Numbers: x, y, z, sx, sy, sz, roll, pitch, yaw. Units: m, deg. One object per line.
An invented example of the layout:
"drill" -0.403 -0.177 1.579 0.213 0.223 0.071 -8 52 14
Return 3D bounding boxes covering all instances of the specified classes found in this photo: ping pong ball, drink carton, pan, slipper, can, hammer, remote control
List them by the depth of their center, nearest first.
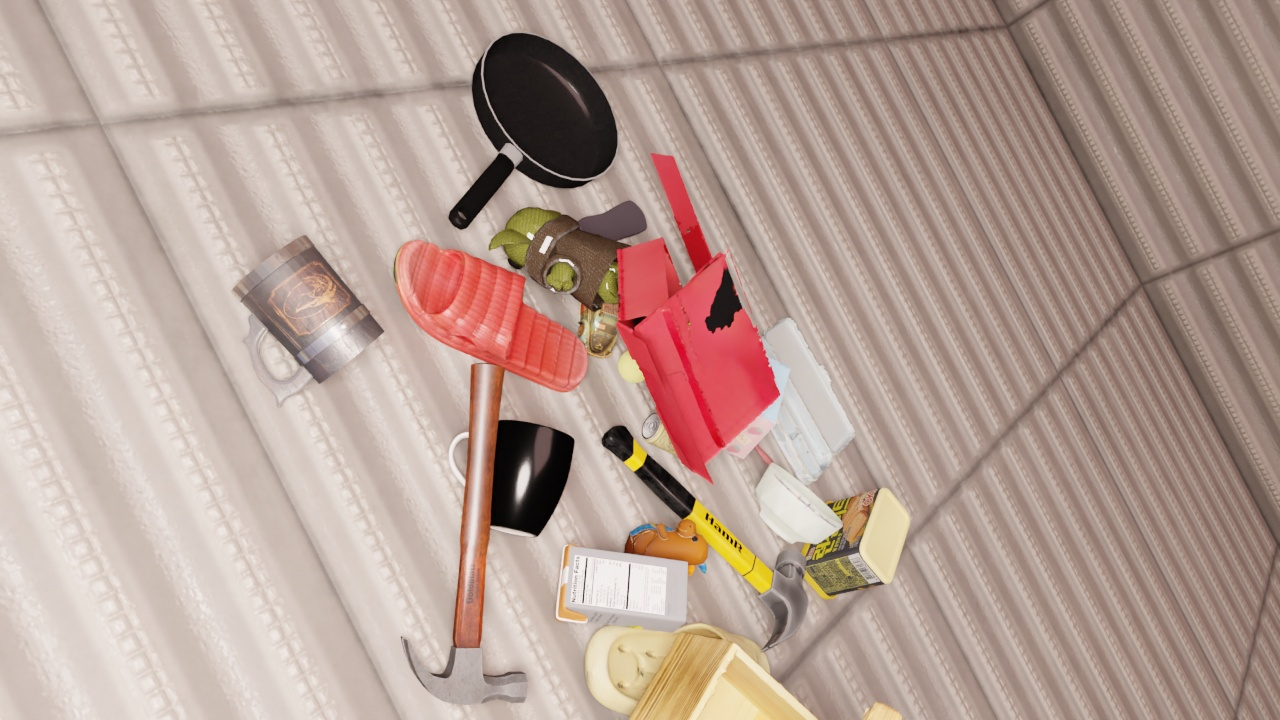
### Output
"hammer" -0.149 0.151 0.823 0.111 0.028 0.300 7 79 -25
"drink carton" -0.020 0.228 0.914 0.125 0.049 0.076 10 59 -10
"slipper" 0.060 0.330 0.955 0.261 0.079 0.111 21 60 -34
"slipper" -0.144 -0.047 0.964 0.248 0.059 0.103 33 50 -29
"hammer" 0.076 0.193 1.051 0.324 0.034 0.169 45 29 -10
"ping pong ball" -0.006 0.006 1.079 0.040 0.040 0.040 21 57 -35
"pan" -0.142 -0.255 1.079 0.204 0.044 0.354 44 46 -18
"can" 0.042 0.092 1.083 0.079 0.038 0.038 28 53 -30
"remote control" -0.035 -0.171 1.164 0.124 0.009 0.046 -32 93 -47
"can" 0.279 0.235 1.188 0.072 0.101 0.130 49 45 -13

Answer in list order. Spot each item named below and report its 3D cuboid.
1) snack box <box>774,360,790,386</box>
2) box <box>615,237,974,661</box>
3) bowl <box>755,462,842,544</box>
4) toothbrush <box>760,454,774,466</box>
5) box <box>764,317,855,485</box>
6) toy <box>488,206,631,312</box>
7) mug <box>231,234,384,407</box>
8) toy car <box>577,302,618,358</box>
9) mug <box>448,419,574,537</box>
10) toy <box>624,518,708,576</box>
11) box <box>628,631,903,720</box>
"snack box" 0.122 0.050 1.124 0.079 0.095 0.092 26 51 -4
"box" 0.099 0.066 0.854 0.215 0.138 0.467 66 -5 -38
"bowl" 0.188 0.187 1.141 0.117 0.061 0.117 39 5 -5
"toothbrush" 0.171 0.134 1.201 0.184 0.016 0.015 56 43 -8
"box" 0.215 0.052 1.278 0.209 0.038 0.189 60 35 -3
"toy" -0.081 -0.113 1.015 0.153 0.078 0.179 28 26 7
"mug" -0.303 -0.032 0.804 0.115 0.080 0.107 -43 103 -17
"toy car" -0.043 -0.060 1.072 0.047 0.047 0.111 19 58 -32
"mug" -0.131 0.113 0.891 0.119 0.085 0.100 13 73 -4
"toy" 0.027 0.221 0.976 0.090 0.070 0.103 0 80 3
"box" 0.119 0.437 0.780 0.269 0.265 0.278 46 61 -19
